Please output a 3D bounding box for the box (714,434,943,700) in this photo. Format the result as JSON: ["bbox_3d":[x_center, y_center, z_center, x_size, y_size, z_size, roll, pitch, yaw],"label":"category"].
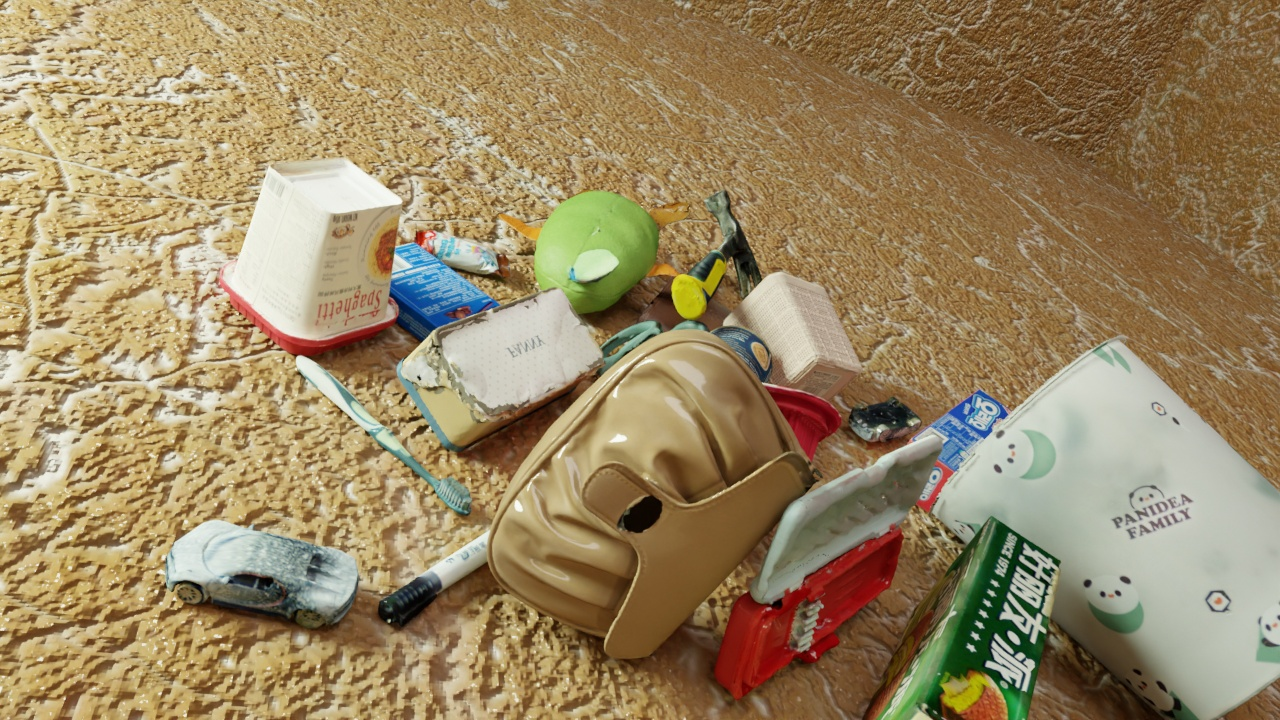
[{"bbox_3d":[0.134,0.134,0.631,0.038,0.158,0.200,28,27,35],"label":"box"}]

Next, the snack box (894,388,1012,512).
[{"bbox_3d":[0.325,0.087,0.942,0.057,0.058,0.207,39,33,23],"label":"snack box"}]

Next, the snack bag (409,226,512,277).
[{"bbox_3d":[-0.179,-0.105,0.912,0.105,0.026,0.045,15,28,-21],"label":"snack bag"}]

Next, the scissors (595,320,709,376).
[{"bbox_3d":[-0.001,0.007,0.816,0.139,0.019,0.179,-3,26,29],"label":"scissors"}]

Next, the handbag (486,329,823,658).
[{"bbox_3d":[0.006,0.084,0.568,0.148,0.205,0.099,41,8,-6],"label":"handbag"}]

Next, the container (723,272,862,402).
[{"bbox_3d":[0.156,-0.014,0.929,0.090,0.090,0.110,14,42,-38],"label":"container"}]

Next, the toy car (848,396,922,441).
[{"bbox_3d":[0.251,0.064,0.949,0.090,0.034,0.043,-6,44,-39],"label":"toy car"}]

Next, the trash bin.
[{"bbox_3d":[0.416,0.146,0.767,0.229,0.230,0.252,-11,51,-46],"label":"trash bin"}]

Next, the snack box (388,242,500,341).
[{"bbox_3d":[-0.180,-0.049,0.821,0.157,0.026,0.084,35,32,18],"label":"snack box"}]

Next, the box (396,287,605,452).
[{"bbox_3d":[-0.103,0.001,0.741,0.090,0.060,0.183,58,34,5],"label":"box"}]

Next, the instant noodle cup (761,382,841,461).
[{"bbox_3d":[0.051,0.070,0.687,0.193,0.194,0.065,13,70,-20],"label":"instant noodle cup"}]

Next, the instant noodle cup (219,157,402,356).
[{"bbox_3d":[-0.253,-0.086,0.728,0.116,0.124,0.116,36,32,19],"label":"instant noodle cup"}]

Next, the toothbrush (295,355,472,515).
[{"bbox_3d":[-0.189,0.049,0.667,0.191,0.018,0.016,37,32,20],"label":"toothbrush"}]

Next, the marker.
[{"bbox_3d":[-0.114,0.132,0.590,0.022,0.018,0.130,44,35,15],"label":"marker"}]

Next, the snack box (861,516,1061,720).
[{"bbox_3d":[0.208,0.208,0.607,0.063,0.115,0.239,35,32,16],"label":"snack box"}]

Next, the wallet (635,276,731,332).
[{"bbox_3d":[0.056,-0.036,0.970,0.101,0.032,0.124,30,31,5],"label":"wallet"}]

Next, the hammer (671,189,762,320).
[{"bbox_3d":[0.083,-0.100,0.984,0.126,0.032,0.322,63,20,-11],"label":"hammer"}]

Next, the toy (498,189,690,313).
[{"bbox_3d":[-0.043,-0.123,0.977,0.227,0.090,0.246,16,33,8],"label":"toy"}]

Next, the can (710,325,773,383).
[{"bbox_3d":[0.074,0.022,0.844,0.075,0.075,0.110,28,30,6],"label":"can"}]

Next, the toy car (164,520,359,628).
[{"bbox_3d":[-0.214,0.119,0.524,0.105,0.031,0.048,16,30,-13],"label":"toy car"}]
